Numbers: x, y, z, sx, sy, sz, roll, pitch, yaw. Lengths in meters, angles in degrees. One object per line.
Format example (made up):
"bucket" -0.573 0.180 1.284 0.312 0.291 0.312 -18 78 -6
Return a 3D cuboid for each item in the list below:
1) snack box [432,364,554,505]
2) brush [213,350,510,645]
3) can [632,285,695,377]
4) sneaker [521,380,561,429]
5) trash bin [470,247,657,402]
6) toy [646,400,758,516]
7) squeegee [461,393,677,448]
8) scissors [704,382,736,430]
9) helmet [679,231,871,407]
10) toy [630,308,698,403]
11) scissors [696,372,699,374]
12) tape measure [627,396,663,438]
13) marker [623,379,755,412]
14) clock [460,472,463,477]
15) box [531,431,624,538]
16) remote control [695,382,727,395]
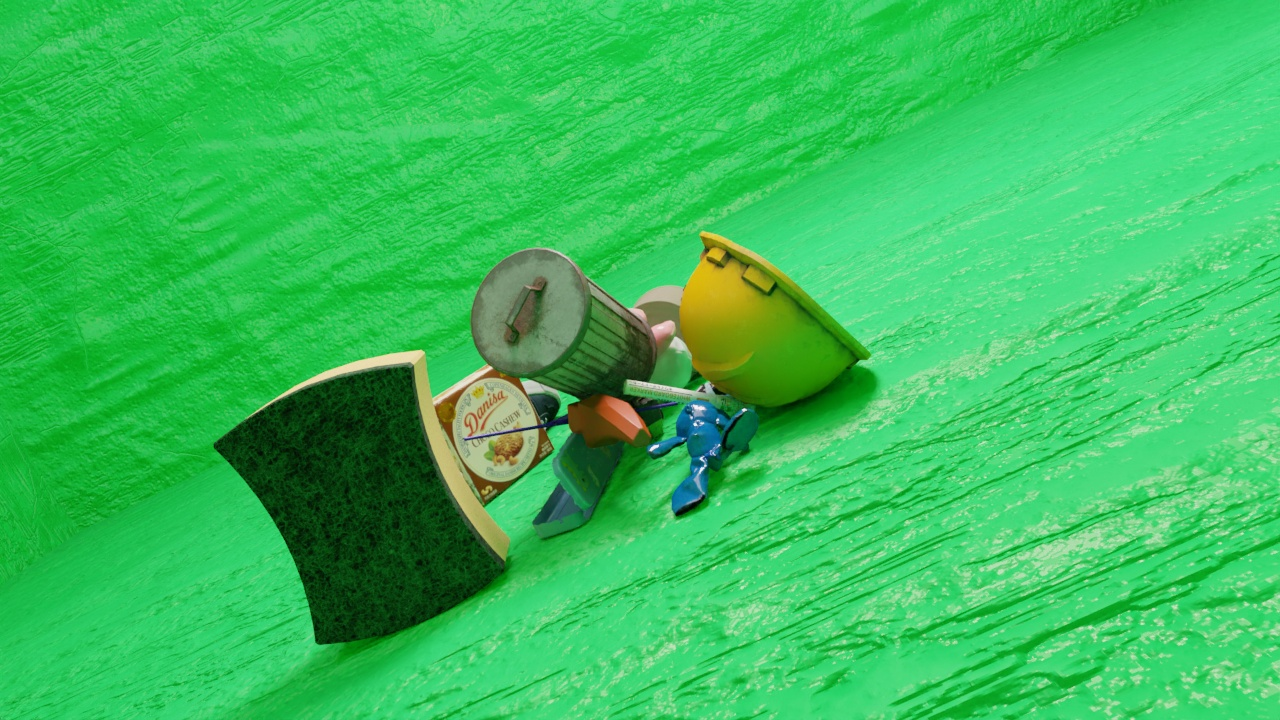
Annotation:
"snack box" -0.199 0.092 1.194 0.041 0.147 0.142 -14 16 44
"brush" -0.261 0.132 0.887 0.195 0.250 0.075 -22 12 2
"can" 0.037 -0.034 1.281 0.128 0.128 0.073 -22 12 21
"sneaker" -0.177 0.089 1.327 0.089 0.087 0.235 -43 -18 23
"trash bin" -0.077 -0.028 0.967 0.131 0.130 0.211 -23 -21 16
"toy" 0.069 0.074 0.895 0.113 0.071 0.176 -35 10 12
"squeegee" -0.037 0.061 0.929 0.249 0.055 0.185 -8 10 -24
"scissors" 0.086 0.055 1.054 0.139 0.015 0.119 -9 25 47
"helmet" 0.115 -0.028 0.986 0.131 0.205 0.255 -50 27 3
"toy" -0.007 0.007 1.167 0.142 0.084 0.213 -27 -20 14
"scissors" 0.142 -0.026 1.281 0.150 0.019 0.130 -31 5 24
"tape measure" 0.005 0.060 1.097 0.035 0.066 0.059 -30 36 -17
"marker" 0.053 0.040 0.986 0.145 0.017 0.017 10 5 -13
"clock" -0.287 0.199 1.126 0.130 0.086 0.161 -33 4 -34
"box" -0.071 0.110 1.011 0.073 0.079 0.210 -20 13 16
"remote control" 0.120 0.027 1.111 0.147 0.015 0.033 -18 14 34
